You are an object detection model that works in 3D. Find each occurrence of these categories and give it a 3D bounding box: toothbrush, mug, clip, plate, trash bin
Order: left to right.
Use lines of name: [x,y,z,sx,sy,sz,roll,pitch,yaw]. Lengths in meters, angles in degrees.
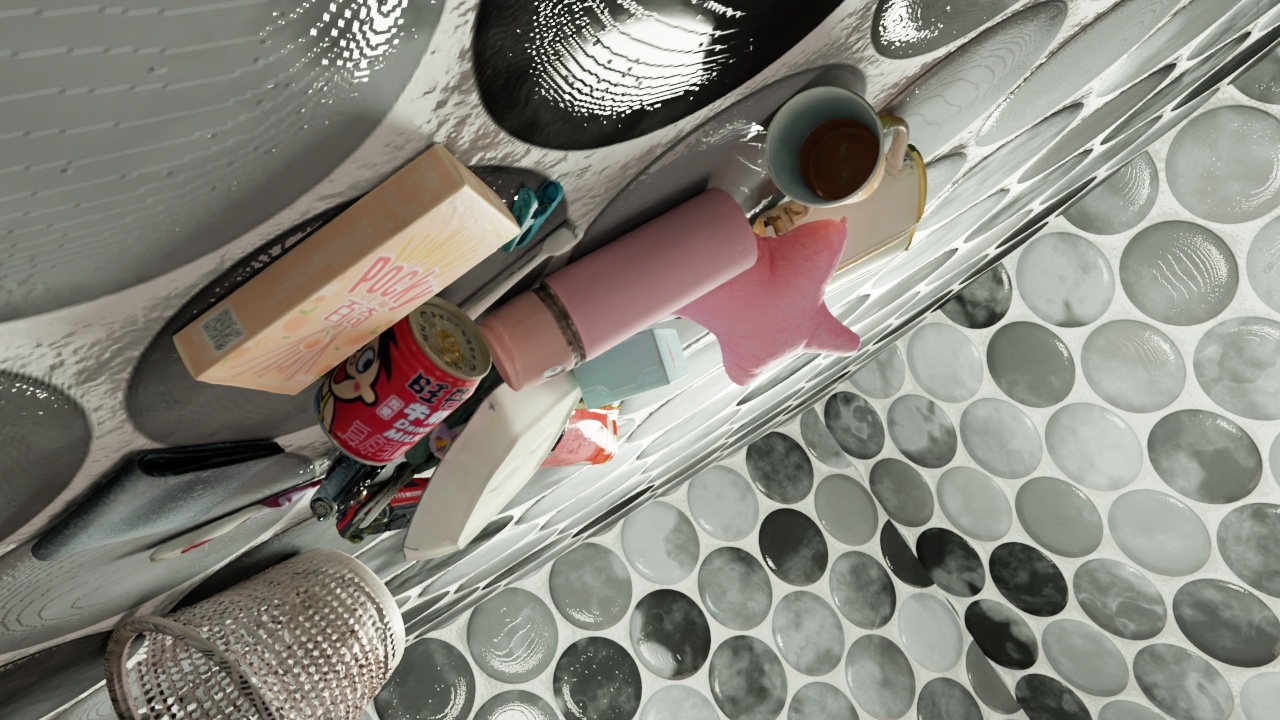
toothbrush: [-0.284,0.115,0.714,0.187,0.017,0.016,-24,168,-40]
trash bin: [-0.335,0.285,0.852,0.228,0.227,0.191,-41,178,34]
toothbrush: [-0.108,-0.032,0.595,0.180,0.016,0.016,-37,174,13]
toothbrush: [-0.123,0.047,0.747,0.021,0.029,0.189,-11,-174,14]
plate: [-0.106,0.073,0.745,0.162,0.034,0.265,-60,175,18]
clip: [-0.064,-0.081,0.518,0.048,0.014,0.057,-25,167,-42]
mug: [0.141,-0.146,0.657,0.078,0.078,0.122,-38,172,20]

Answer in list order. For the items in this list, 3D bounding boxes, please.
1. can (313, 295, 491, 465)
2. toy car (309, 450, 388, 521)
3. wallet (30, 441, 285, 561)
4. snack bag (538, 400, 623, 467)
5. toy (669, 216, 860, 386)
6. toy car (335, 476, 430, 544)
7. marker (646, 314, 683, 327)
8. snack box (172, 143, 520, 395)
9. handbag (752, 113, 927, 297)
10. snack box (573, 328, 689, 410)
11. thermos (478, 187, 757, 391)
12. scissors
can: [-0.142,0.012,0.552,0.094,0.066,0.066,-38,167,24]
toy car: [-0.218,0.082,0.707,0.106,0.031,0.048,-48,173,17]
wallet: [-0.294,0.084,0.570,0.097,0.019,0.120,-35,170,16]
snack bag: [-0.105,0.088,0.983,0.129,0.073,0.207,-44,160,24]
toy: [0.109,-0.054,0.766,0.179,0.194,0.074,-38,-150,30]
toy car: [-0.236,0.140,0.876,0.053,0.045,0.120,-42,160,28]
marker: [0.005,-0.036,0.824,0.130,0.018,0.023,-19,119,-27]
snack box: [-0.140,-0.039,0.454,0.157,0.026,0.084,-34,168,6]
handbag: [0.180,-0.131,0.808,0.163,0.063,0.179,-27,152,-13]
snack box: [-0.005,0.005,0.826,0.074,0.051,0.174,-17,180,9]
thermos: [-0.016,-0.045,0.653,0.198,0.067,0.087,-32,165,-13]
scissors: [-0.165,0.069,0.742,0.177,0.019,0.169,-52,175,0]
